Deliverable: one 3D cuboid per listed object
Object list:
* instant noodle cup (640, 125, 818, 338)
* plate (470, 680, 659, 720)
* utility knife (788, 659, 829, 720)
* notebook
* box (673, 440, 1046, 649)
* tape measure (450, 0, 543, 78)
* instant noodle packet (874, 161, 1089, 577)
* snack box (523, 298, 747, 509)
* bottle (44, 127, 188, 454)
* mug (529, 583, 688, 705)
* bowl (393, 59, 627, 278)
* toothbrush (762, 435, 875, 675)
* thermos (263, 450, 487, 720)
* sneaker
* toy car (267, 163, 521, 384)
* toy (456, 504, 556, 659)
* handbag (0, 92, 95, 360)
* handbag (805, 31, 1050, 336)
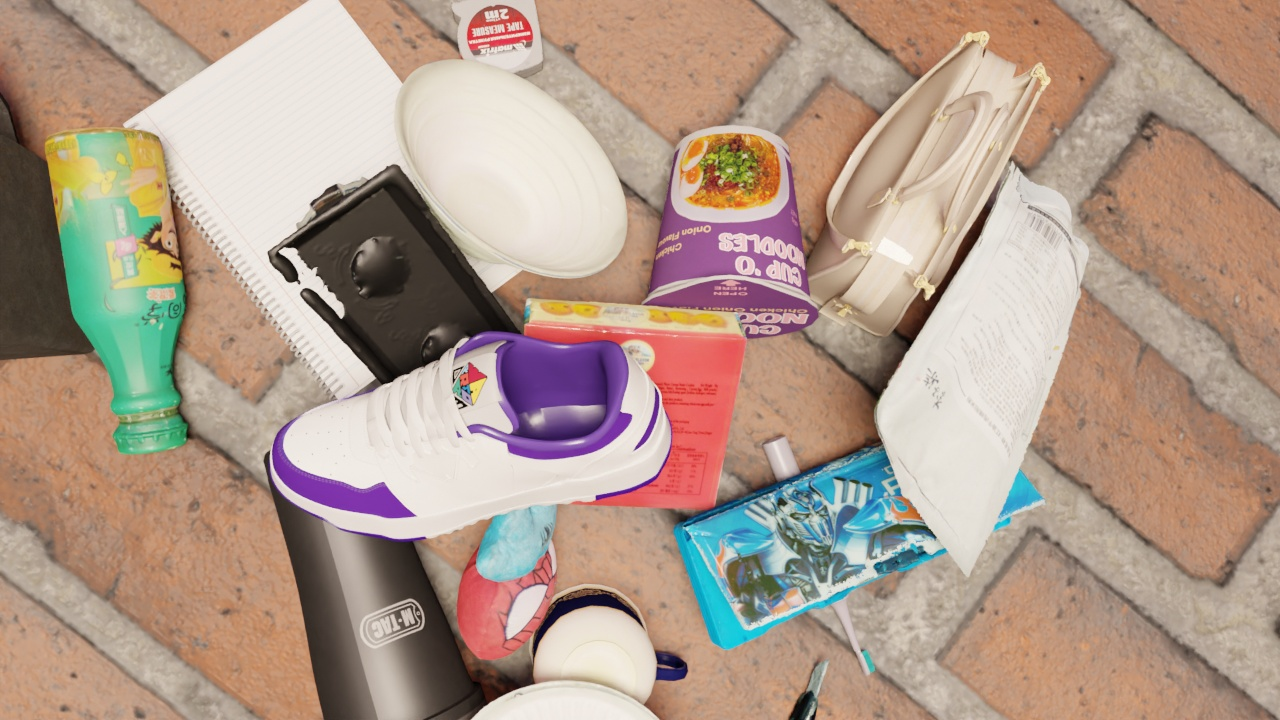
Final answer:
[{"bbox_3d":[0.062,-0.091,0.633,0.122,0.137,0.121,1,76,5],"label":"instant noodle cup"},{"bbox_3d":[-0.047,0.271,0.574,0.157,0.014,0.157,0,99,-3],"label":"plate"},{"bbox_3d":[0.103,0.304,0.663,0.020,0.029,0.187,21,86,-9],"label":"utility knife"},{"bbox_3d":[-0.220,-0.118,0.656,0.177,0.013,0.245,-38,92,-8],"label":"notebook"},{"bbox_3d":[0.154,0.113,0.633,0.243,0.085,0.091,-19,89,-16],"label":"box"},{"bbox_3d":[-0.103,-0.234,0.670,0.060,0.020,0.062,-11,89,-7],"label":"tape measure"},{"bbox_3d":[0.237,-0.005,0.627,0.147,0.057,0.268,51,59,-24],"label":"instant noodle packet"},{"bbox_3d":[-0.011,0.033,0.623,0.142,0.040,0.145,4,120,-6],"label":"snack box"},{"bbox_3d":[-0.339,-0.044,0.609,0.068,0.068,0.210,-7,96,-7],"label":"bottle"},{"bbox_3d":[-0.019,0.206,0.623,0.112,0.089,0.085,11,86,-6],"label":"mug"},{"bbox_3d":[-0.096,-0.117,0.625,0.176,0.058,0.176,24,47,-29],"label":"bowl"},{"bbox_3d":[0.134,0.145,0.680,0.019,0.018,0.188,-22,90,-13],"label":"toothbrush"},{"bbox_3d":[-0.181,0.155,0.607,0.105,0.106,0.218,-19,84,-7],"label":"thermos"},{"bbox_3d":[-0.104,0.037,0.526,0.244,0.111,0.091,-7,59,0],"label":"sneaker"},{"bbox_3d":[-0.151,-0.038,0.600,0.094,0.071,0.192,-39,132,-7],"label":"toy car"},{"bbox_3d":[-0.084,0.137,0.609,0.062,0.092,0.133,18,122,0],"label":"toy"},{"bbox_3d":[-0.424,-0.104,0.539,0.102,0.197,0.199,-4,87,-7],"label":"handbag"},{"bbox_3d":[0.192,-0.120,0.606,0.101,0.198,0.194,30,84,3],"label":"handbag"}]
